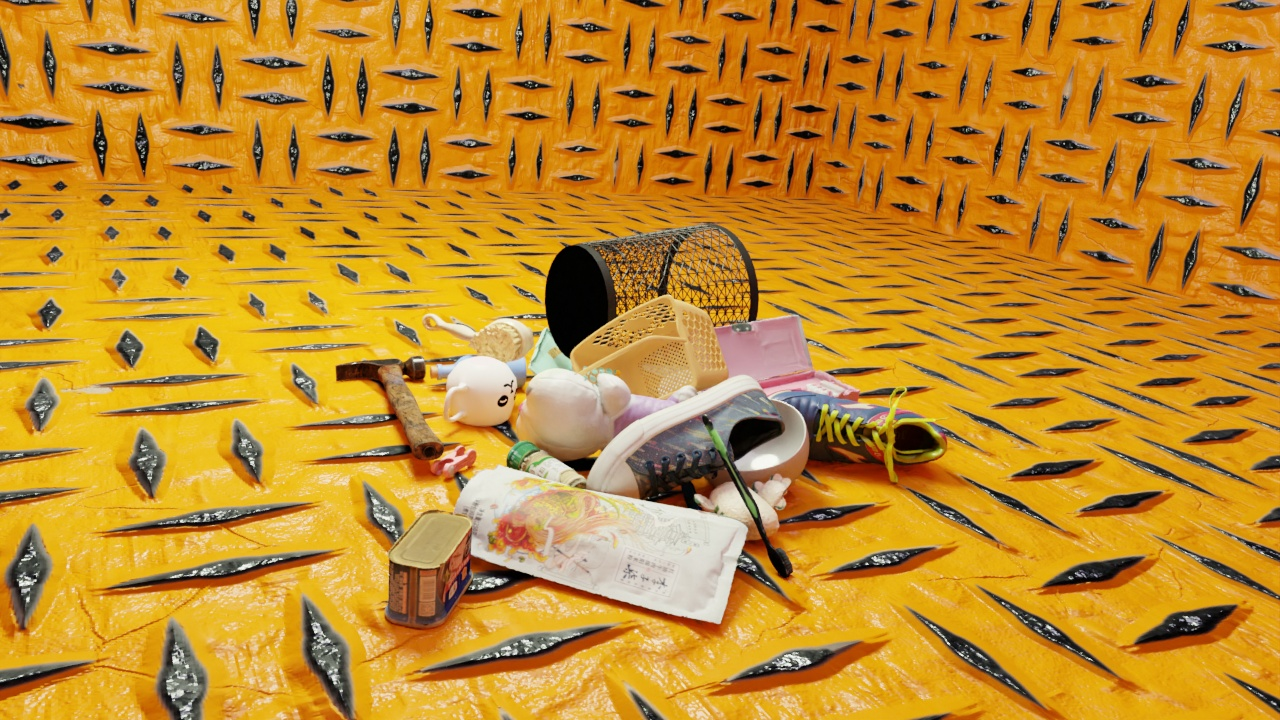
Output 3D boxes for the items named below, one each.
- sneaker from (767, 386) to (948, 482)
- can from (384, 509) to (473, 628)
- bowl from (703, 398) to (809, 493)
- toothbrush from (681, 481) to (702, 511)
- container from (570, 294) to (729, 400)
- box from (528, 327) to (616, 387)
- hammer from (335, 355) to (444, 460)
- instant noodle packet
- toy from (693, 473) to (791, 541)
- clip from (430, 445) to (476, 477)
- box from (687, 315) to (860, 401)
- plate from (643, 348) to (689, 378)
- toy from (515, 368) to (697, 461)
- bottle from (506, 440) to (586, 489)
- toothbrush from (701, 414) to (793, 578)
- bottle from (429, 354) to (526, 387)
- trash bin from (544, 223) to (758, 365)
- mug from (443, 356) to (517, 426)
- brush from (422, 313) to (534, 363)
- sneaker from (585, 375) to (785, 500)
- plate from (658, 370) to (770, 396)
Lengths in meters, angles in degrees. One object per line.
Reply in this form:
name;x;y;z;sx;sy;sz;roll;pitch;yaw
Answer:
sneaker;0.266;0.081;1.133;0.241;0.116;0.091;8;7;-15
can;-0.179;0.177;0.788;0.054;0.059;0.099;8;19;7
bowl;0.130;0.108;1.064;0.132;0.064;0.131;-9;35;6
toothbrush;0.064;0.169;0.957;0.016;0.017;0.190;4;18;-8
container;-0.007;0.007;1.137;0.184;0.129;0.166;-28;-19;36
box;-0.097;0.020;1.311;0.138;0.056;0.186;22;16;-6
hammer;-0.304;0.056;1.146;0.119;0.033;0.330;-6;18;-22
instant noodle packet;-0.040;0.164;0.873;0.269;0.057;0.146;11;31;12
toy;0.110;0.155;0.962;0.112;0.050;0.087;-8;25;-34
clip;-0.203;0.116;1.030;0.041;0.023;0.059;20;28;30
box;0.173;0.025;1.250;0.232;0.075;0.172;-8;53;-38
plate;0.082;0.016;1.431;0.173;0.019;0.172;5;18;-2
toy;-0.042;0.076;1.066;0.209;0.138;0.085;7;51;-1
bottle;-0.100;0.125;1.002;0.042;0.043;0.110;-11;26;-41
toothbrush;0.106;0.133;0.926;0.017;0.014;0.188;4;51;-46
bottle;-0.228;0.016;1.284;0.131;0.048;0.048;-1;19;-21
trash bin;0.008;-0.089;1.330;0.242;0.217;0.217;-6;22;-36
mug;-0.211;0.040;1.167;0.090;0.076;0.123;14;19;22
brush;-0.246;-0.039;1.304;0.077;0.062;0.273;-1;9;-39
sneaker;0.053;0.096;0.981;0.235;0.087;0.079;-29;43;-20
plate;0.136;0.066;1.273;0.229;0.030;0.229;7;19;-3
